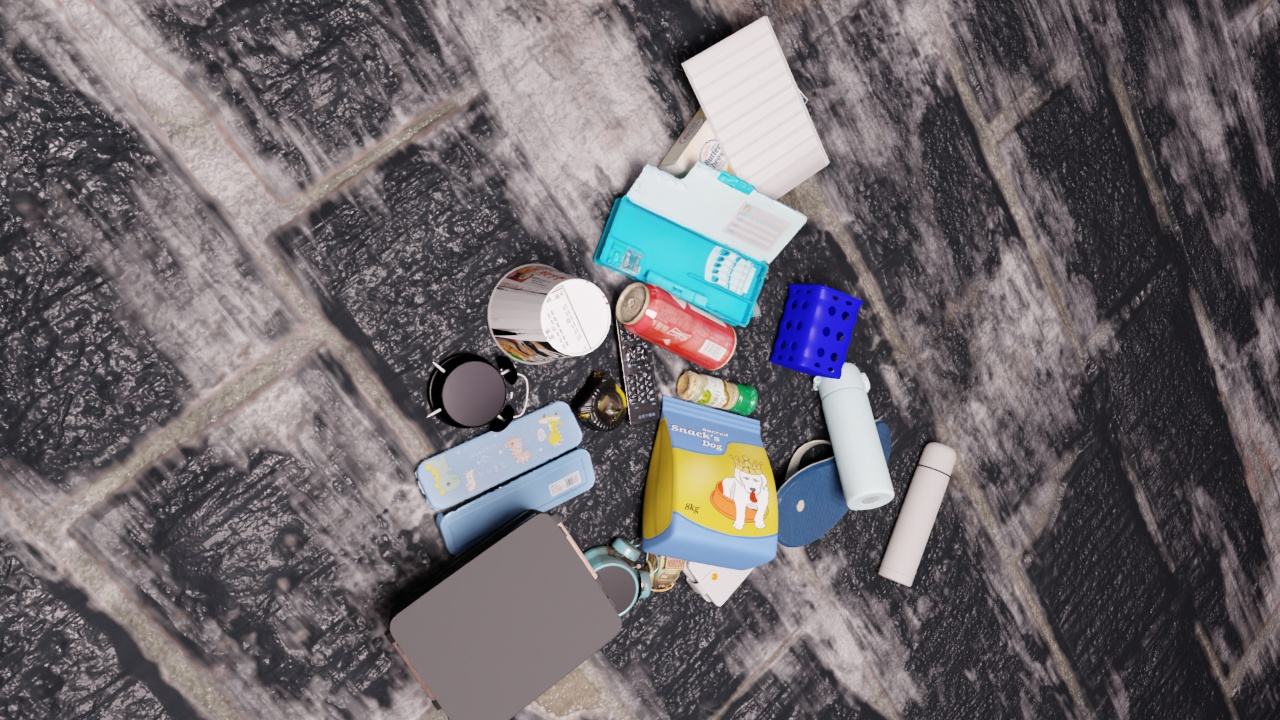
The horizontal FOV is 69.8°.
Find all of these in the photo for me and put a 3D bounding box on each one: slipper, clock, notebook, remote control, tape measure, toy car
[{"bbox_3d":[0.266,0.174,1.328,0.294,0.060,0.118,-30,114,-37],"label":"slipper"},{"bbox_3d":[-0.188,0.037,1.075,0.120,0.043,0.091,6,91,-29],"label":"clock"},{"bbox_3d":[0.153,-0.315,1.182,0.142,0.009,0.210,-36,110,-21],"label":"notebook"},{"bbox_3d":[-0.007,0.007,1.185,0.047,0.022,0.150,-10,97,-27],"label":"remote control"},{"bbox_3d":[-0.048,0.058,1.152,0.062,0.038,0.067,49,60,-28],"label":"tape measure"},{"bbox_3d":[-0.031,0.279,1.172,0.124,0.053,0.090,-28,105,-11],"label":"clock"},{"bbox_3d":[0.038,0.254,1.215,0.047,0.047,0.112,7,90,-28],"label":"toy car"}]

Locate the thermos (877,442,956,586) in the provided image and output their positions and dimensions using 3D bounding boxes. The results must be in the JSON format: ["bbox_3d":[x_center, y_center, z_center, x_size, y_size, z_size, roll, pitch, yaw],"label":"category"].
[{"bbox_3d":[0.431,0.236,1.423,0.052,0.052,0.224,26,82,-28],"label":"thermos"}]

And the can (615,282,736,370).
[{"bbox_3d":[0.048,-0.043,1.167,0.170,0.067,0.067,24,83,-39],"label":"can"}]

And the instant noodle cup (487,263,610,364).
[{"bbox_3d":[-0.100,-0.052,1.070,0.123,0.122,0.123,-3,96,-28],"label":"instant noodle cup"}]

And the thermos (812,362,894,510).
[{"bbox_3d":[0.297,0.101,1.280,0.078,0.065,0.206,-10,59,5],"label":"thermos"}]

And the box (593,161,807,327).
[{"bbox_3d":[0.074,-0.159,1.175,0.227,0.071,0.182,22,106,-23],"label":"box"}]

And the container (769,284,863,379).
[{"bbox_3d":[0.243,-0.040,1.279,0.084,0.085,0.113,17,88,-28],"label":"container"}]

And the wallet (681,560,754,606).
[{"bbox_3d":[0.104,0.259,1.258,0.118,0.038,0.115,-44,113,-22],"label":"wallet"}]

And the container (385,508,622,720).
[{"bbox_3d":[-0.156,0.289,1.038,0.241,0.130,0.163,-34,93,-15],"label":"container"}]

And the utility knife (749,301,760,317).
[{"bbox_3d":[0.091,-0.064,1.234,0.174,0.015,0.031,-9,94,-26],"label":"utility knife"}]

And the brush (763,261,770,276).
[{"bbox_3d":[0.158,-0.180,1.258,0.048,0.017,0.126,2,93,-29],"label":"brush"}]

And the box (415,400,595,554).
[{"bbox_3d":[-0.157,0.140,1.108,0.208,0.034,0.127,-24,106,-26],"label":"box"}]

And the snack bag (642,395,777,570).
[{"bbox_3d":[0.092,0.156,1.199,0.159,0.103,0.204,15,61,-22],"label":"snack bag"}]

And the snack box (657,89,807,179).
[{"bbox_3d":[0.122,-0.299,1.205,0.104,0.058,0.207,40,75,-25],"label":"snack box"}]

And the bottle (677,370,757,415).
[{"bbox_3d":[0.104,0.043,1.234,0.111,0.043,0.043,15,87,-28],"label":"bottle"}]
